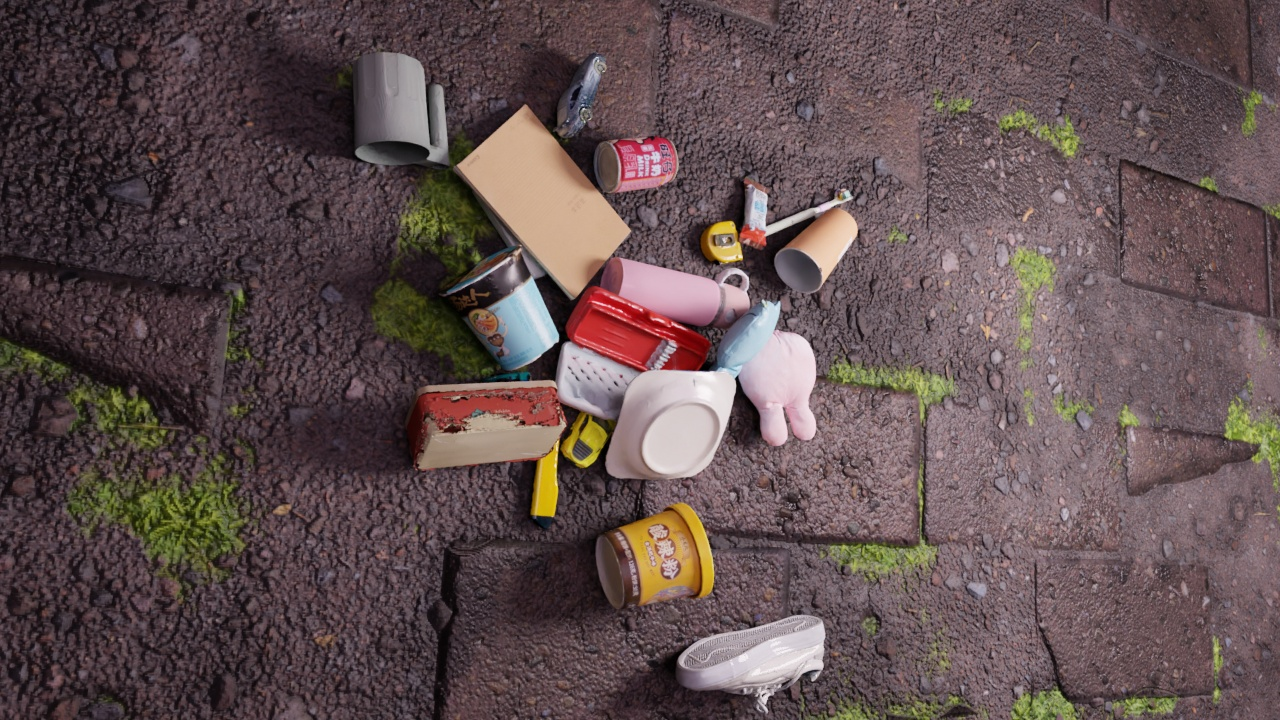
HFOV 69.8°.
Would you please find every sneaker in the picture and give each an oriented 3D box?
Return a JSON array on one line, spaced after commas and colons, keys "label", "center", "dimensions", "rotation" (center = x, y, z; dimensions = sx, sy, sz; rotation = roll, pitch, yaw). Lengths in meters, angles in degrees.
[{"label": "sneaker", "center": [0.146, 0.404, 1.194], "dimensions": [0.241, 0.090, 0.090], "rotation": [-4, 90, -35]}]

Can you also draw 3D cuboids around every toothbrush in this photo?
[{"label": "toothbrush", "center": [0.238, -0.215, 1.350], "dimensions": [0.189, 0.029, 0.020], "rotation": [-26, 137, -27]}]

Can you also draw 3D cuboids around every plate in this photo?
[{"label": "plate", "center": [0.045, 0.089, 1.152], "dimensions": [0.164, 0.034, 0.164], "rotation": [2, 119, -28]}]

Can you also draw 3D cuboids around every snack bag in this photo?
[{"label": "snack bag", "center": [0.161, -0.208, 1.296], "dimensions": [0.048, 0.026, 0.104], "rotation": [18, 62, -30]}]

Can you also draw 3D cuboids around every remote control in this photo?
[{"label": "remote control", "center": [-0.148, -0.166, 1.132], "dimensions": [0.056, 0.019, 0.135], "rotation": [-39, 102, -27]}]

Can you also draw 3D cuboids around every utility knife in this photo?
[{"label": "utility knife", "center": [-0.114, 0.129, 1.120], "dimensions": [0.033, 0.015, 0.153], "rotation": [12, 77, -33]}]

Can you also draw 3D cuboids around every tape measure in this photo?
[{"label": "tape measure", "center": [0.113, -0.163, 1.269], "dimensions": [0.057, 0.029, 0.060], "rotation": [-12, 89, -28]}, {"label": "tape measure", "center": [-0.159, 0.026, 1.083], "dimensions": [0.054, 0.058, 0.025], "rotation": [-7, 87, -25]}]

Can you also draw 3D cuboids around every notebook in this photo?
[{"label": "notebook", "center": [-0.115, -0.198, 1.141], "dimensions": [0.211, 0.012, 0.149], "rotation": [49, 52, -17]}]

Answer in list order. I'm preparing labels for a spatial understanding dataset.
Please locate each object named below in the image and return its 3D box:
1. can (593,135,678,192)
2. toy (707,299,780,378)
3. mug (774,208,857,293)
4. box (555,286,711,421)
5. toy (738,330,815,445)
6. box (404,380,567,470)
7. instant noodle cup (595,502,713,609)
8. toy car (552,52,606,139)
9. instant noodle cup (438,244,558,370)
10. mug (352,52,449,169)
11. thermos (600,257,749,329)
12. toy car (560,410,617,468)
[{"label": "can", "center": [-0.005, -0.256, 1.194], "dimensions": [0.093, 0.067, 0.066], "rotation": [-13, 91, -29]}, {"label": "toy", "center": [0.128, -0.016, 1.197], "dimensions": [0.050, 0.157, 0.161], "rotation": [39, 54, 10]}, {"label": "mug", "center": [0.259, -0.163, 1.325], "dimensions": [0.122, 0.078, 0.078], "rotation": [-45, 105, -29]}, {"label": "box", "center": [-0.012, 0.007, 1.155], "dimensions": [0.201, 0.065, 0.159], "rotation": [23, 86, -35]}, {"label": "toy", "center": [0.194, 0.037, 1.275], "dimensions": [0.121, 0.054, 0.159], "rotation": [-6, 87, -22]}, {"label": "box", "center": [-0.172, 0.079, 1.038], "dimensions": [0.168, 0.092, 0.077], "rotation": [-3, 56, -29]}, {"label": "instant noodle cup", "center": [0.013, 0.244, 1.123], "dimensions": [0.114, 0.119, 0.118], "rotation": [-10, 89, -21]}, {"label": "toy car", "center": [-0.078, -0.340, 1.171], "dimensions": [0.036, 0.054, 0.120], "rotation": [26, 72, -26]}, {"label": "instant noodle cup", "center": [-0.156, -0.057, 1.073], "dimensions": [0.111, 0.111, 0.120], "rotation": [-39, 109, -27]}, {"label": "mug", "center": [-0.271, -0.282, 1.054], "dimensions": [0.123, 0.084, 0.103], "rotation": [3, 81, -55]}, {"label": "thermos", "center": [0.052, -0.092, 1.199], "dimensions": [0.198, 0.067, 0.087], "rotation": [9, 116, -26]}, {"label": "toy car", "center": [-0.057, 0.085, 1.146], "dimensions": [0.048, 0.032, 0.105], "rotation": [40, 66, -18]}]
